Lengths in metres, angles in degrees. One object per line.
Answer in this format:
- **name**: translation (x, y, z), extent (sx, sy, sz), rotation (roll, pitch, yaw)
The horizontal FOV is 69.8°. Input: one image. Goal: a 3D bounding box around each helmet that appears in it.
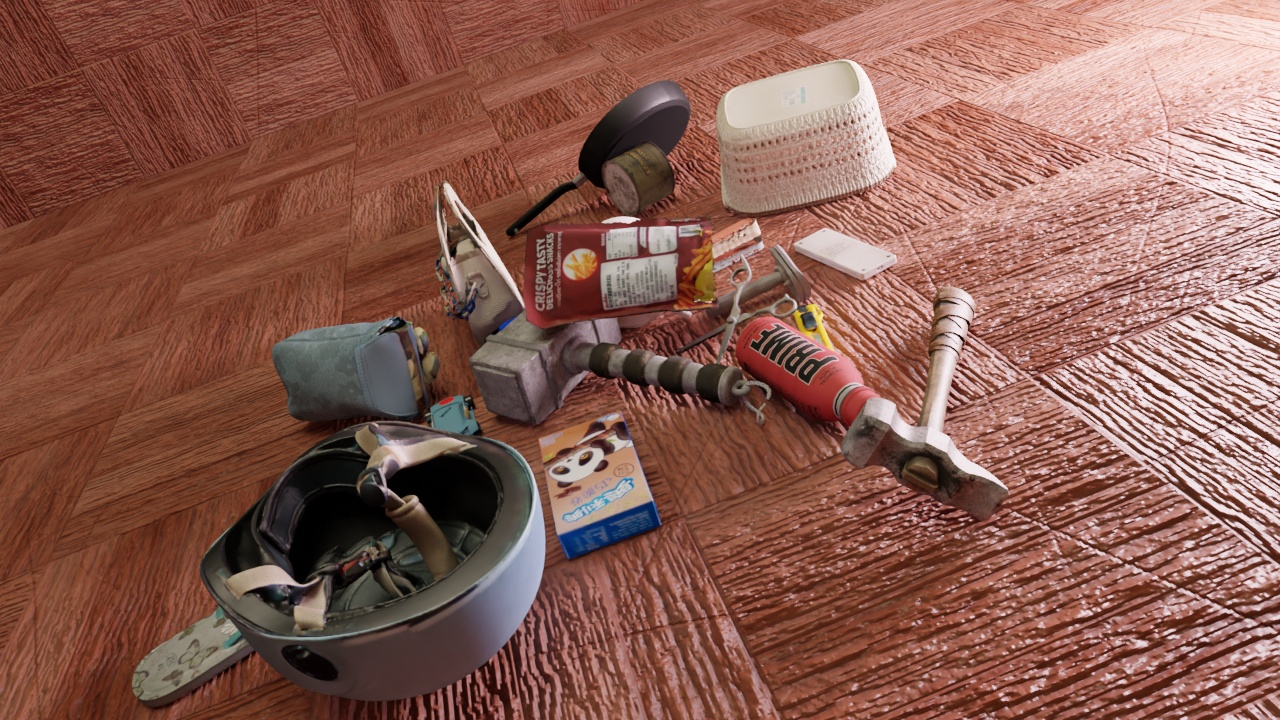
- **helmet**: translation (-0.182, 0.158, 0.707), extent (0.266, 0.167, 0.224), rotation (0, 37, 32)

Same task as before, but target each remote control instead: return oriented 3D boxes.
- **remote control**: translation (0.242, -0.128, 1.094), extent (0.050, 0.011, 0.136), rotation (-28, 31, -15)

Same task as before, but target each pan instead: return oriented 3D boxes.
- **pan**: translation (-0.064, -0.301, 1.446), extent (0.356, 0.044, 0.204), rotation (-39, -13, 3)

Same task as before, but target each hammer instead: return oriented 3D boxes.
- **hammer**: translation (0.263, 0.014, 0.800), extent (0.121, 0.049, 0.317), rotation (27, 36, 7)
- **hammer**: translation (-0.006, 0.006, 0.961), extent (0.327, 0.079, 0.176), rotation (11, 41, 33)

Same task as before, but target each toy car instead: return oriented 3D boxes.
- **toy car**: translation (-0.211, 0.063, 1.017), extent (0.060, 0.027, 0.107), rotation (-22, 30, -5)

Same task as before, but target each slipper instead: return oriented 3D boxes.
- **slipper**: translation (-0.334, 0.206, 0.830), extent (0.268, 0.055, 0.098), rotation (-37, 37, -26)

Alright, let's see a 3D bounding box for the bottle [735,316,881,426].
- **bottle**: translation (0.159, 0.015, 0.858), extent (0.062, 0.062, 0.176), rotation (-28, 31, -15)

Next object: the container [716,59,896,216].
- **container**: translation (0.219, -0.307, 1.269), extent (0.246, 0.143, 0.184), rotation (-12, 44, 11)

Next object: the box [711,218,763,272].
- **box**: translation (0.069, -0.131, 1.160), extent (0.186, 0.056, 0.059), rotation (-28, 63, -12)

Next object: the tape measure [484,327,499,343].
- **tape measure**: translation (-0.153, -0.018, 1.112), extent (0.061, 0.034, 0.061), rotation (-28, 41, -7)

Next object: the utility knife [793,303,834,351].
- **utility knife**: translation (0.184, -0.022, 0.954), extent (0.030, 0.017, 0.151), rotation (-23, 32, 11)

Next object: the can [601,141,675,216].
- **can**: translation (-0.002, -0.276, 1.392), extent (0.074, 0.090, 0.090), rotation (-33, 33, -22)

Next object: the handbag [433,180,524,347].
- **handbag**: translation (-0.225, -0.125, 1.167), extent (0.093, 0.200, 0.200), rotation (-26, 28, -5)

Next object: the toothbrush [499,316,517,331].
- **toothbrush**: translation (-0.126, -0.052, 1.108), extent (0.018, 0.016, 0.182), rotation (2, 12, 17)

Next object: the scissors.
- **scissors**: translation (0.105, -0.055, 1.008), extent (0.142, 0.014, 0.174), rotation (-15, 45, 26)

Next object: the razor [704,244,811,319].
- **razor**: translation (0.128, -0.080, 1.056), extent (0.116, 0.047, 0.088), rotation (-25, 30, 4)

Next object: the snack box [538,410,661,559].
- **snack box**: translation (-0.041, 0.109, 0.842), extent (0.087, 0.034, 0.151), rotation (-20, 30, -2)

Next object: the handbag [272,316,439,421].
- **handbag**: translation (-0.330, 0.011, 1.092), extent (0.192, 0.122, 0.118), rotation (-6, 15, 24)

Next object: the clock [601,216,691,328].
- **clock**: translation (-0.019, -0.108, 1.091), extent (0.161, 0.125, 0.072), rotation (1, 34, 19)

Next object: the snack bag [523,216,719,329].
- **snack bag**: translation (-0.023, -0.102, 0.986), extent (0.208, 0.067, 0.138), rotation (-3, 60, 0)
